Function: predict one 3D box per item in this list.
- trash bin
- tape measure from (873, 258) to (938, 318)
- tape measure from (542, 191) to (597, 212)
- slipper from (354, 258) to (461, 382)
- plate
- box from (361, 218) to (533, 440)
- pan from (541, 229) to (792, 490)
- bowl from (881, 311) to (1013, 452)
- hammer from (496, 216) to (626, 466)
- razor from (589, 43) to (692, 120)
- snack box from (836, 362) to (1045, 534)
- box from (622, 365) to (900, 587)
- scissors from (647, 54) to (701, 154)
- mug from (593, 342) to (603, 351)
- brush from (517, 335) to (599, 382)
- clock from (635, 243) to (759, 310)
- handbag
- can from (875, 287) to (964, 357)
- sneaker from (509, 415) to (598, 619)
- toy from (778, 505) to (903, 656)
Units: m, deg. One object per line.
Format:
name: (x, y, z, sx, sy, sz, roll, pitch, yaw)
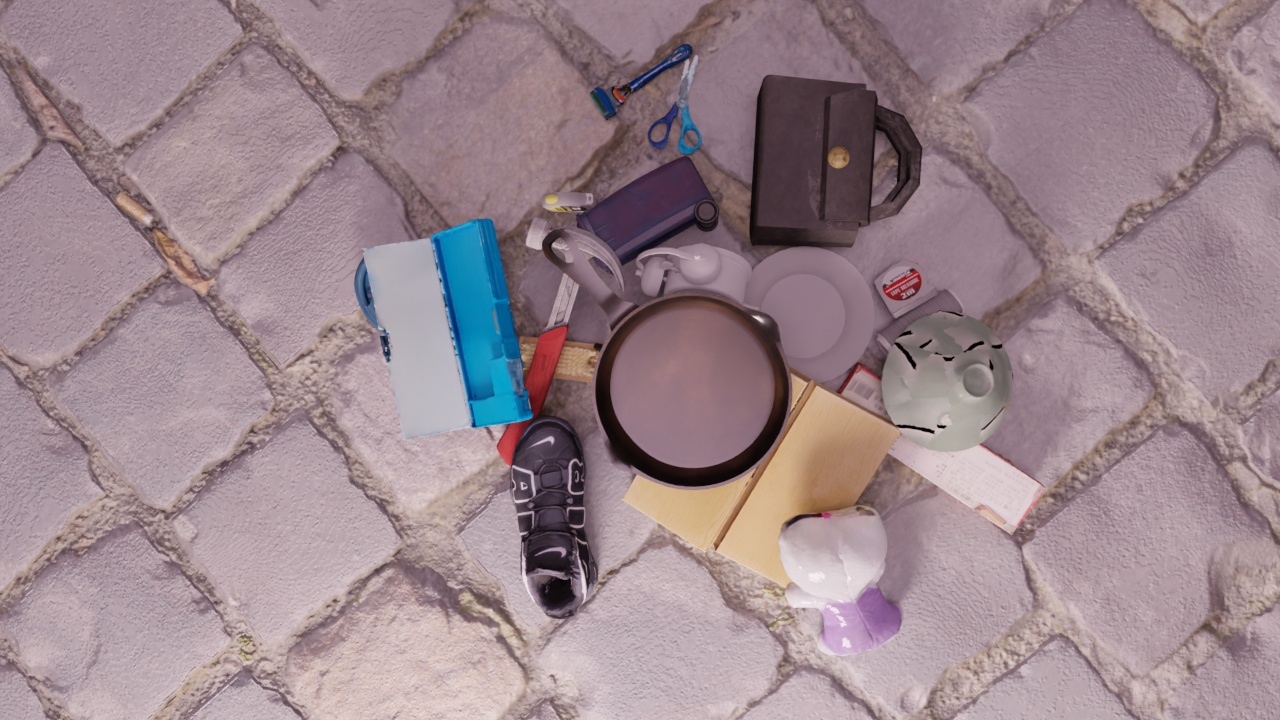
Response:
trash bin: (0.009, -0.172, 1.129, 0.161, 0.093, 0.092, -29, 90, 5)
tape measure: (0.327, -0.090, 1.138, 0.060, 0.020, 0.062, -31, 58, 11)
tape measure: (-0.087, -0.197, 1.146, 0.065, 0.064, 0.017, 1, 91, 7)
slipper: (-0.278, -0.053, 1.160, 0.104, 0.059, 0.213, -45, 91, 5)
plate: (0.206, -0.057, 1.158, 0.173, 0.019, 0.173, 0, 91, 2)
box: (-0.226, -0.036, 1.114, 0.167, 0.075, 0.243, -11, 92, 8)
pan: (0.016, -0.014, 1.064, 0.249, 0.043, 0.356, -42, 92, 9)
bowl: (0.378, 0.026, 1.080, 0.174, 0.068, 0.174, 1, 87, -12)
hammer: (-0.112, -0.008, 1.122, 0.126, 0.036, 0.316, 19, 110, -1)
razor: (0.006, -0.356, 1.161, 0.141, 0.018, 0.044, -31, 86, 2)
snack box: (0.366, 0.107, 1.144, 0.273, 0.044, 0.077, 33, 98, 2)
box: (0.146, 0.126, 1.129, 0.257, 0.076, 0.247, 28, 104, -4)
scissors: (0.048, -0.329, 1.162, 0.073, 0.016, 0.134, 8, 90, 4)
mug: (-0.007, 0.006, 1.137, 0.111, 0.081, 0.085, 28, 92, 1)
brush: (-0.103, -0.001, 1.162, 0.117, 0.039, 0.049, 7, 92, 7)
clock: (0.065, -0.102, 1.101, 0.159, 0.120, 0.061, 27, 65, -38)
handbag: (0.238, -0.236, 1.110, 0.199, 0.102, 0.197, 3, 91, 2)
can: (0.346, -0.044, 1.140, 0.106, 0.044, 0.044, -36, 90, 3)
sneaker: (-0.109, 0.199, 1.099, 0.097, 0.150, 0.252, -7, 101, -1)
toy: (0.243, 0.269, 1.106, 0.138, 0.085, 0.209, -21, 114, 3)
